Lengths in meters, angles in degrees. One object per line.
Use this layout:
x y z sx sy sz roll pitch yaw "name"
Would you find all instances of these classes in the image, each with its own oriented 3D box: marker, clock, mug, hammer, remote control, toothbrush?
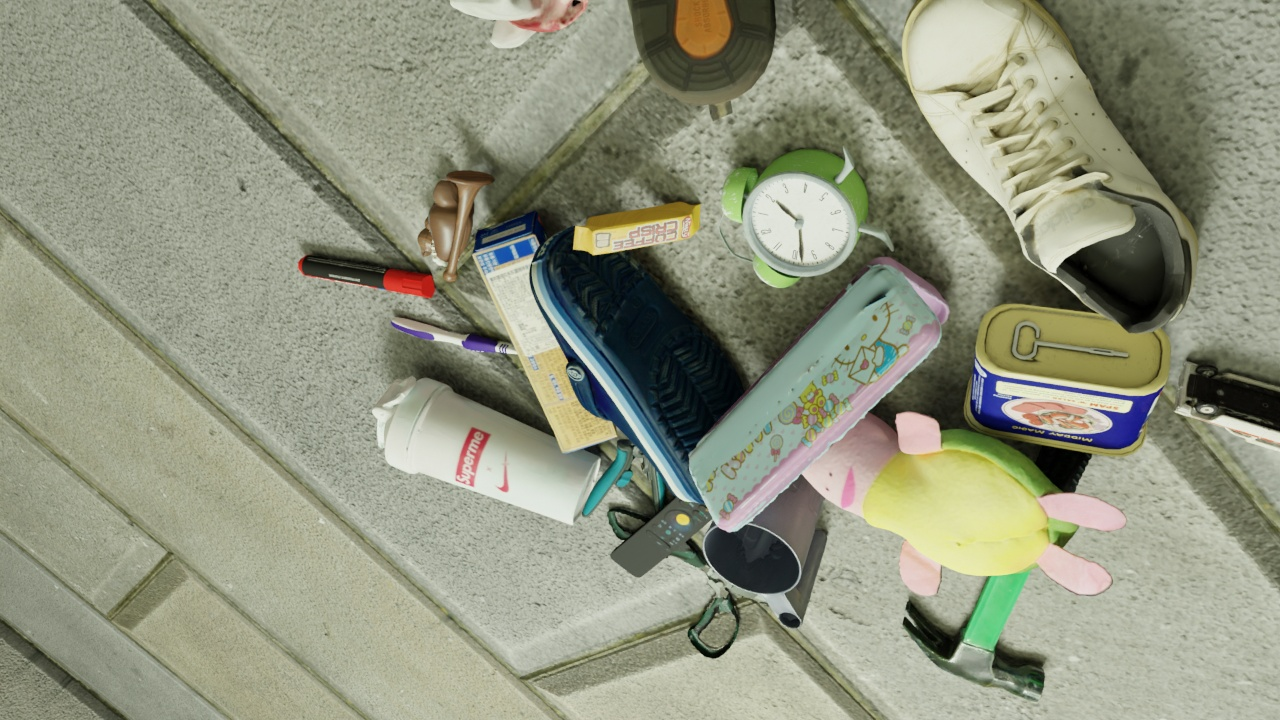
-0.261 -0.080 0.868 0.145 0.021 0.023 11 152 21 "marker"
0.108 -0.099 0.638 0.120 0.042 0.094 -14 116 35 "clock"
0.119 0.148 0.785 0.084 0.103 0.124 -17 116 37 "mug"
0.305 0.161 0.748 0.130 0.032 0.319 17 131 16 "hammer"
0.025 0.164 0.893 0.041 0.020 0.152 39 127 -6 "remote control"
-0.157 -0.016 0.866 0.187 0.015 0.016 13 135 20 "toothbrush"

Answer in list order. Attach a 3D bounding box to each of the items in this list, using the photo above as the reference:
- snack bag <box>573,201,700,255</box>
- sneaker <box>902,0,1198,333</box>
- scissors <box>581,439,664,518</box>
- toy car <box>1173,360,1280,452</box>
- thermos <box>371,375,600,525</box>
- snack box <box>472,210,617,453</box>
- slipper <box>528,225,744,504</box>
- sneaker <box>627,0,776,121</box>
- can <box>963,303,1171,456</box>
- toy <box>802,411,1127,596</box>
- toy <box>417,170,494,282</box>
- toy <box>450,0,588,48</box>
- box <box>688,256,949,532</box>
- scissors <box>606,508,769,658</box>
-0.001 -0.097 0.679 0.099 0.020 0.026 -11 137 -15 "snack bag"
0.231 -0.106 0.524 0.241 0.102 0.089 45 133 -11 "sneaker"
-0.001 0.104 0.862 0.156 0.019 0.124 -41 128 18 "scissors"
0.405 0.038 0.593 0.113 0.039 0.039 18 153 16 "toy car"
-0.152 0.085 0.897 0.220 0.099 0.100 19 132 8 "thermos"
-0.078 -0.022 0.782 0.056 0.057 0.207 -17 119 6 "snack box"
-0.004 0.004 0.746 0.095 0.104 0.253 -15 116 47 "slipper"
0.034 -0.253 0.532 0.101 0.143 0.238 -10 89 10 "sneaker"
0.276 0.013 0.602 0.116 0.056 0.092 10 155 22 "can"
0.226 0.100 0.679 0.238 0.087 0.190 15 138 37 "toy"
-0.157 -0.118 0.766 0.055 0.041 0.102 52 135 38 "toy"
-0.060 -0.239 0.522 0.084 0.193 0.159 6 134 3 "toy"
0.129 0.034 0.642 0.089 0.092 0.215 27 118 -28 "box"
0.049 0.234 0.955 0.202 0.015 0.202 23 133 13 "scissors"
